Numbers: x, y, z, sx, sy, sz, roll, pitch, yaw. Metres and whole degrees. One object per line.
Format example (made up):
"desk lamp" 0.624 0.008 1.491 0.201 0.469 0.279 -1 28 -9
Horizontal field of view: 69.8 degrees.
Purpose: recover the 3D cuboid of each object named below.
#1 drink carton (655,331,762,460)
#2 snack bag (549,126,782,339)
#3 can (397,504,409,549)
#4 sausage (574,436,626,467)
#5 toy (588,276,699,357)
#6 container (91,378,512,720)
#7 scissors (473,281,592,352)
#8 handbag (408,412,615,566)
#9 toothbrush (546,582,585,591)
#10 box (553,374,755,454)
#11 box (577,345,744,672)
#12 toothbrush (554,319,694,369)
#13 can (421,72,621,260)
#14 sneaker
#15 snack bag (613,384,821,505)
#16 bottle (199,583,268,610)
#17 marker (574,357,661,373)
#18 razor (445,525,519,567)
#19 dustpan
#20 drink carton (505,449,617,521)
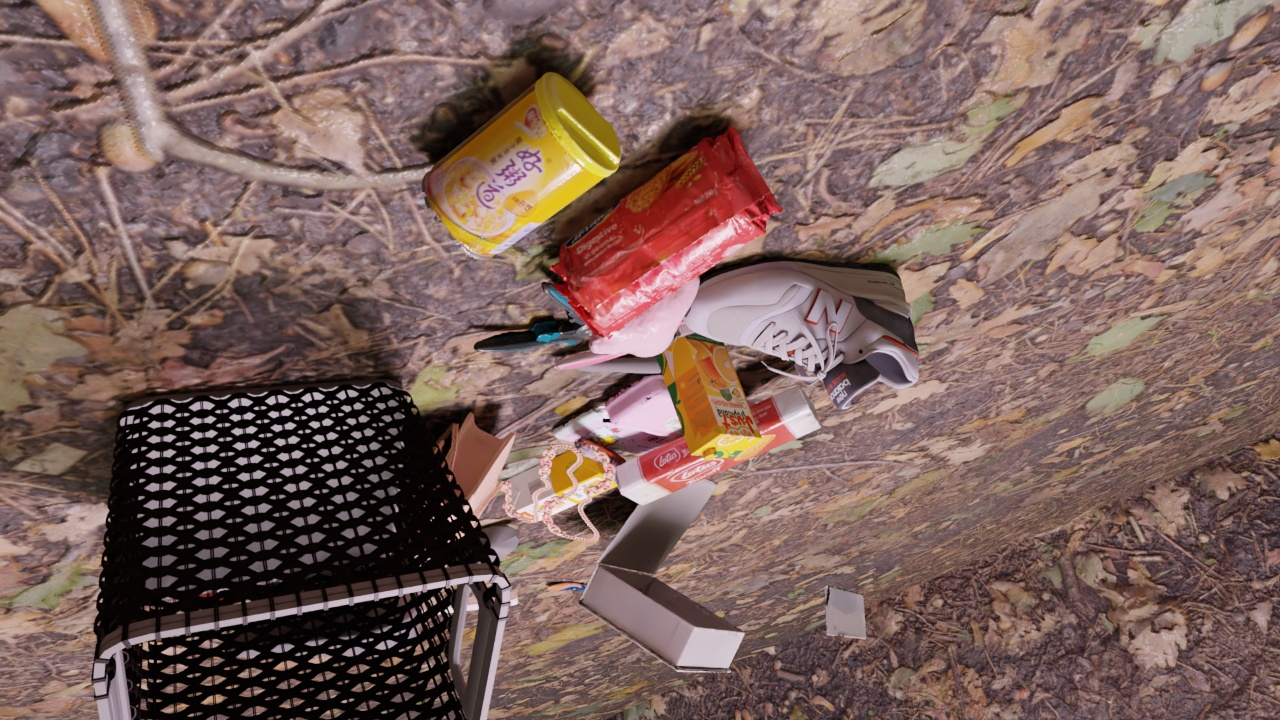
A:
"drink carton" 0.062 0.032 0.849 0.058 0.122 0.041 10 142 -44
"snack bag" 0.012 -0.083 0.644 0.177 0.082 0.082 -33 150 24
"can" -0.245 0.194 1.018 0.067 0.067 0.121 -3 149 -29
"sausage" -0.040 0.103 0.988 0.020 0.020 0.155 -24 159 9
"toy" -0.001 -0.033 0.754 0.095 0.052 0.099 -21 154 -32
"container" -0.266 0.178 0.701 0.245 0.243 0.248 -4 126 -27
"scissors" -0.062 -0.036 0.753 0.148 0.019 0.118 -11 157 -27
"handbag" -0.128 0.152 0.883 0.187 0.116 0.199 25 143 -2
"toothbrush" -0.107 0.374 1.514 0.022 0.017 0.135 -38 146 26
"box" 0.023 0.071 0.991 0.154 0.041 0.201 -34 149 29
"box" 0.010 0.197 1.236 0.165 0.445 0.167 -19 155 22
"toothbrush" -0.013 -0.013 0.827 0.135 0.016 0.022 -19 170 -6
"can" -0.070 -0.114 0.545 0.105 0.067 0.067 -31 151 24
"sneaker" 0.158 -0.018 0.814 0.239 0.124 0.089 -5 150 -26
"snack bag" 0.082 0.094 0.986 0.225 0.041 0.077 -27 154 11
"bottle" -0.385 0.190 0.888 0.111 0.099 0.098 -37 149 25
"marker" -0.005 0.005 0.877 0.138 0.016 0.022 0 171 -32
"razor" -0.227 0.246 1.149 0.156 0.057 0.060 -21 -177 -14
"dustpan" -0.252 0.240 0.910 0.257 0.033 0.163 -6 -165 -6
"drink carton" -0.093 0.141 1.047 0.123 0.040 0.058 -26 153 13
